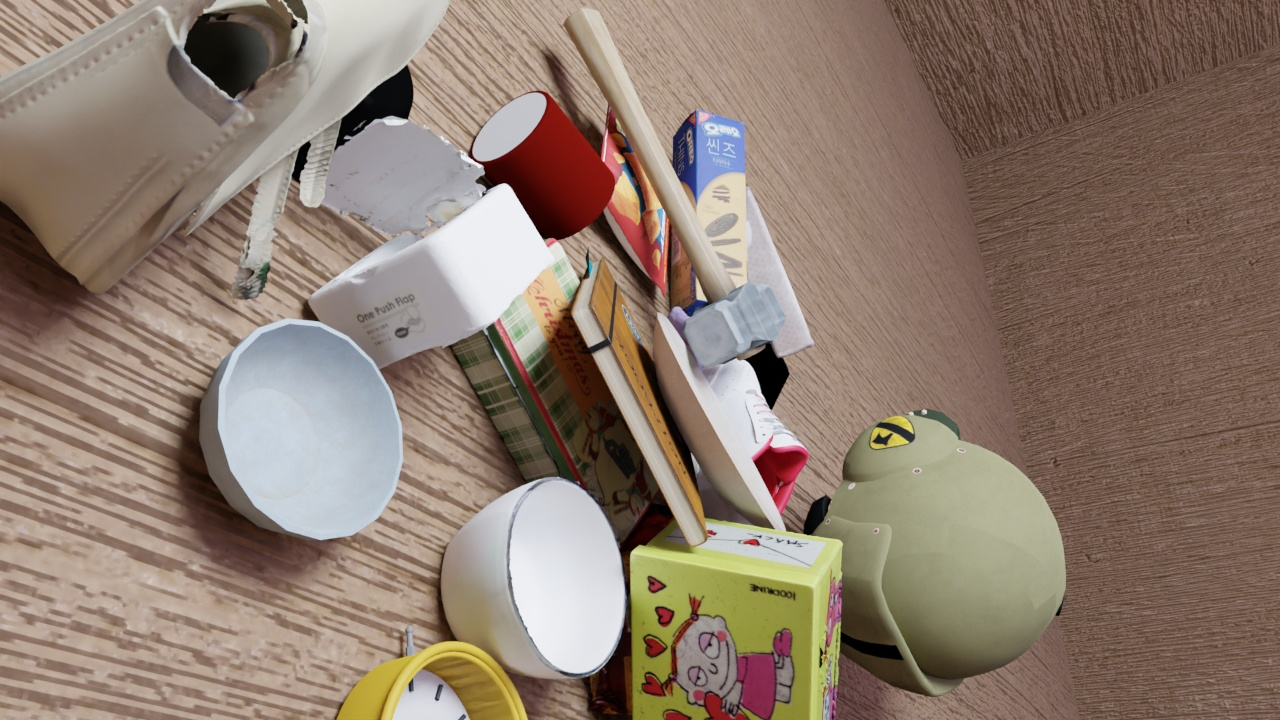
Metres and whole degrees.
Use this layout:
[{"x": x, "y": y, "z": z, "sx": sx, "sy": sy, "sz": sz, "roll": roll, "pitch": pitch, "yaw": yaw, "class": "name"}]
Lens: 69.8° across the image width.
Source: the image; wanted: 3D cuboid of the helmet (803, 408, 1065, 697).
[{"x": 0.257, "y": 0.187, "z": 0.860, "sx": 0.250, "sy": 0.256, "sz": 0.232, "roll": 61, "pitch": 27, "yaw": -18, "class": "helmet"}]

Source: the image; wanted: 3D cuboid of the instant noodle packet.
[{"x": 0.000, "y": 0.172, "z": 0.643, "sx": 0.135, "sy": 0.040, "sz": 0.099, "roll": -50, "pitch": 137, "yaw": -58, "class": "instant noodle packet"}]

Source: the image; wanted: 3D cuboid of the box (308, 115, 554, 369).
[{"x": -0.130, "y": -0.077, "z": 0.500, "sx": 0.130, "sy": 0.110, "sz": 0.102, "roll": 62, "pitch": 30, "yaw": -20, "class": "box"}]

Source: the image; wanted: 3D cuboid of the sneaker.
[{"x": 0.101, "y": 0.080, "z": 0.824, "sx": 0.090, "sy": 0.104, "sz": 0.235, "roll": 55, "pitch": 32, "yaw": -29, "class": "sneaker"}]

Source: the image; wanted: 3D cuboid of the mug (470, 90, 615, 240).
[{"x": -0.076, "y": -0.152, "z": 0.688, "sx": 0.082, "sy": 0.073, "sz": 0.105, "roll": 46, "pitch": 9, "yaw": -39, "class": "mug"}]

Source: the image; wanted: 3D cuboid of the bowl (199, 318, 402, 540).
[{"x": -0.167, "y": 0.036, "z": 0.441, "sx": 0.106, "sy": 0.039, "sz": 0.106, "roll": 37, "pitch": 44, "yaw": -47, "class": "bowl"}]

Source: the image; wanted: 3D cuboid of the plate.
[{"x": 0.050, "y": 0.053, "z": 0.679, "sx": 0.189, "sy": 0.027, "sz": 0.188, "roll": 59, "pitch": 6, "yaw": -11, "class": "plate"}]

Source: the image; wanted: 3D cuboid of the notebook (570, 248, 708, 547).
[{"x": -0.004, "y": 0.006, "z": 0.657, "sx": 0.178, "sy": 0.014, "sz": 0.249, "roll": 64, "pitch": 5, "yaw": -12, "class": "notebook"}]

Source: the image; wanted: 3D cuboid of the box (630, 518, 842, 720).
[{"x": 0.062, "y": 0.222, "z": 0.592, "sx": 0.082, "sy": 0.124, "sz": 0.221, "roll": -20, "pitch": 115, "yaw": -64, "class": "box"}]

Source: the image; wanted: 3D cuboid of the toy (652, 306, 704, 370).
[{"x": 0.036, "y": -0.004, "z": 0.825, "sx": 0.099, "sy": 0.036, "sz": 0.080, "roll": -76, "pitch": 146, "yaw": -44, "class": "toy"}]

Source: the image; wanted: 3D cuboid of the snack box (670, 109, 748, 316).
[{"x": 0.067, "y": -0.140, "z": 0.893, "sx": 0.056, "sy": 0.057, "sz": 0.206, "roll": 9, "pitch": 70, "yaw": -22, "class": "snack box"}]

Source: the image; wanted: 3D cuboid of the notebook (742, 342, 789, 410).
[{"x": 0.104, "y": -0.045, "z": 0.996, "sx": 0.207, "sy": 0.016, "sz": 0.148, "roll": 65, "pitch": 28, "yaw": -14, "class": "notebook"}]

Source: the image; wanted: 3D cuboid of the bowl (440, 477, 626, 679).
[{"x": -0.066, "y": 0.131, "z": 0.540, "sx": 0.116, "sy": 0.066, "sz": 0.116, "roll": 37, "pitch": 43, "yaw": -47, "class": "bowl"}]

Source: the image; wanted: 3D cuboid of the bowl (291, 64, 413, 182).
[{"x": -0.170, "y": -0.162, "z": 0.533, "sx": 0.124, "sy": 0.053, "sz": 0.123, "roll": 37, "pitch": 44, "yaw": -47, "class": "bowl"}]

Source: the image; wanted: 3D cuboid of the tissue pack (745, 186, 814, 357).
[{"x": 0.124, "y": -0.093, "z": 0.988, "sx": 0.103, "sy": 0.071, "sz": 0.181, "roll": -59, "pitch": 130, "yaw": -76, "class": "tissue pack"}]

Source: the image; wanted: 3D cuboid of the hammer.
[{"x": 0.022, "y": -0.149, "z": 0.780, "sx": 0.323, "sy": 0.051, "sz": 0.117, "roll": 63, "pitch": 29, "yaw": 0, "class": "hammer"}]

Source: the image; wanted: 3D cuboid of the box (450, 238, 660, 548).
[{"x": -0.053, "y": 0.026, "z": 0.642, "sx": 0.205, "sy": 0.050, "sz": 0.117, "roll": 64, "pitch": 29, "yaw": -14, "class": "box"}]

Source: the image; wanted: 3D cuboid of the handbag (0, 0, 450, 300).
[{"x": -0.149, "y": -0.123, "z": 0.404, "sx": 0.132, "sy": 0.184, "sz": 0.228, "roll": 53, "pitch": 35, "yaw": -29, "class": "handbag"}]

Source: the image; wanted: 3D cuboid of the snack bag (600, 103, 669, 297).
[{"x": -0.005, "y": -0.151, "z": 0.833, "sx": 0.144, "sy": 0.039, "sz": 0.130, "roll": 56, "pitch": 30, "yaw": -45, "class": "snack bag"}]

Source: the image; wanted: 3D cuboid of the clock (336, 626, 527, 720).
[{"x": -0.104, "y": 0.212, "z": 0.446, "sx": 0.113, "sy": 0.052, "sz": 0.151, "roll": 53, "pitch": 29, "yaw": -32, "class": "clock"}]
